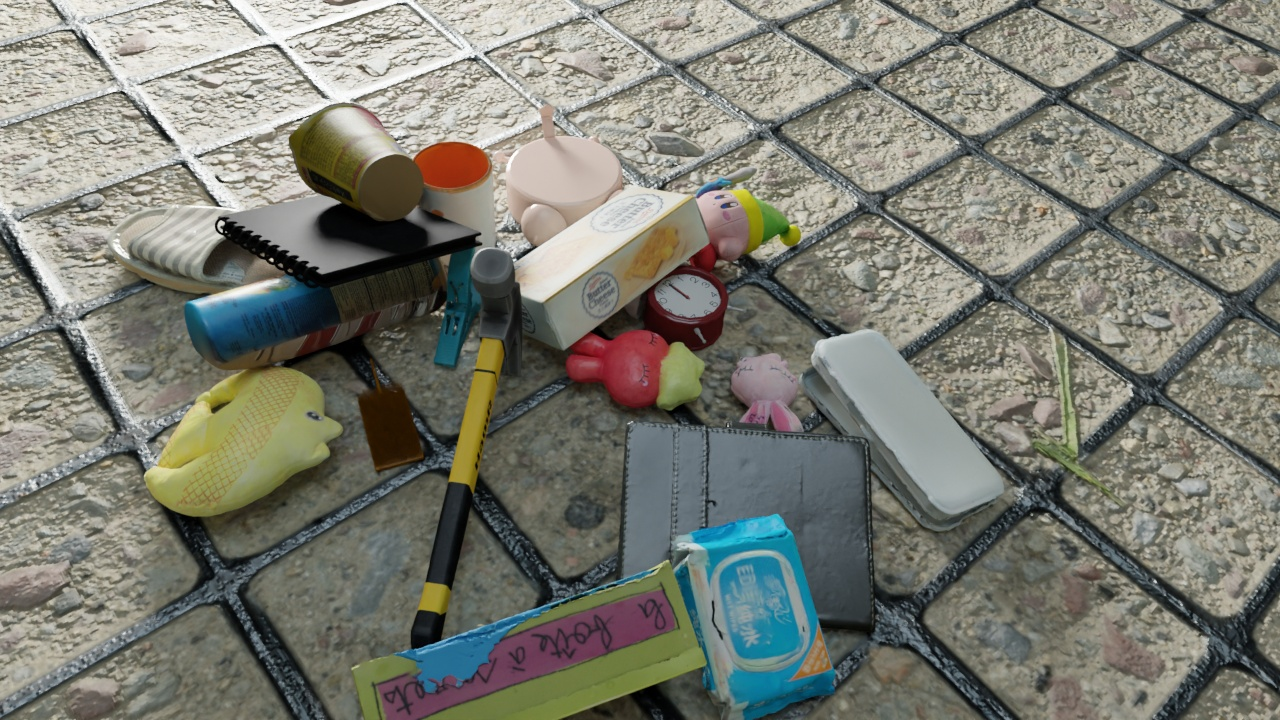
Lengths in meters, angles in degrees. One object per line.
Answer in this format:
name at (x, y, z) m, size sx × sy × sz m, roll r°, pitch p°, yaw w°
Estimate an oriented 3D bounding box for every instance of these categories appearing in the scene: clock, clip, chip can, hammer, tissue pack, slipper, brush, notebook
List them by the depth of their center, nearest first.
tissue pack at (0.082, 0.190, 0.687) m, size 0.092 × 0.062 × 0.144 m, roll -13°, pitch 72°, yaw -10°
notebook at (0.087, 0.132, 0.754) m, size 0.209 × 0.029 × 0.169 m, roll 5°, pitch 69°, yaw -5°
hammer at (-0.142, 0.079, 0.759) m, size 0.034 × 0.170 × 0.323 m, roll 8°, pitch 63°, yaw 2°
brush at (-0.235, 0.043, 0.842) m, size 0.048 × 0.017 × 0.126 m, roll -15°, pitch 52°, yaw -17°
chip can at (-0.296, -0.052, 0.858) m, size 0.228 × 0.080 × 0.080 m, roll -24°, pitch 54°, yaw -35°
notebook at (-0.289, -0.125, 0.887) m, size 0.168 × 0.019 × 0.232 m, roll -23°, pitch 34°, yaw -37°
clip at (-0.175, -0.061, 0.916) m, size 0.033 × 0.120 × 0.118 m, roll 10°, pitch 16°, yaw 2°
clock at (0.038, -0.060, 0.936) m, size 0.124 × 0.044 × 0.087 m, roll 38°, pitch 56°, yaw 24°
slipper at (-0.413, -0.107, 0.939) m, size 0.273 × 0.054 × 0.114 m, roll 15°, pitch 43°, yaw 6°
clock at (-0.084, -0.202, 1.031) m, size 0.131 × 0.086 × 0.160 m, roll -13°, pitch 57°, yaw -15°

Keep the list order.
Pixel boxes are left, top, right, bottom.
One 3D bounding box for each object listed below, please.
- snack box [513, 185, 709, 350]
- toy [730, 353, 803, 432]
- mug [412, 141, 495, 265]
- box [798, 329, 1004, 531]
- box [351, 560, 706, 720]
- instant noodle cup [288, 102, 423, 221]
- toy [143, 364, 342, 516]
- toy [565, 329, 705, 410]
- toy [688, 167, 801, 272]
snack box at (-0.040, -0.099, 0.921) m, size 0.207 × 0.057 × 0.104 m, roll -38°, pitch 36°, yaw -25°
toy at (0.118, 0.033, 0.861) m, size 0.063 × 0.047 × 0.109 m, roll -5°, pitch 52°, yaw 3°
mug at (-0.195, -0.164, 0.967) m, size 0.082 × 0.105 × 0.082 m, roll 2°, pitch 48°, yaw -3°
box at (0.241, 0.057, 0.849) m, size 0.118 × 0.063 × 0.213 m, roll -18°, pitch 52°, yaw -22°
box at (-0.079, 0.213, 0.629) m, size 0.220 × 0.125 × 0.079 m, roll -16°, pitch 74°, yaw -19°
instant noodle cup at (-0.268, -0.188, 0.901) m, size 0.100 × 0.100 × 0.112 m, roll -31°, pitch 47°, yaw -28°
toy at (-0.334, 0.064, 0.789) m, size 0.155 × 0.065 × 0.170 m, roll 0°, pitch 40°, yaw 10°
toy at (-0.005, 0.005, 0.875) m, size 0.135 × 0.045 × 0.091 m, roll 14°, pitch 47°, yaw 5°
toy at (0.106, -0.151, 1.012) m, size 0.131 × 0.097 × 0.124 m, roll -24°, pitch 46°, yaw 0°
